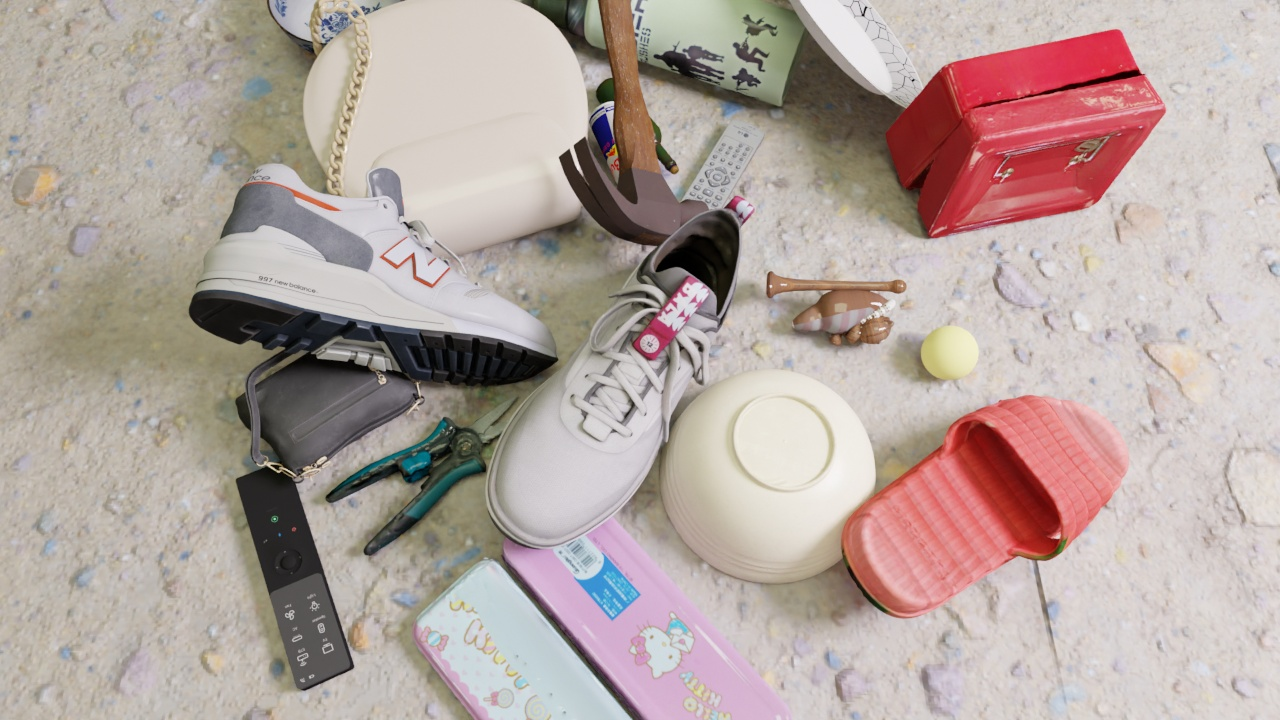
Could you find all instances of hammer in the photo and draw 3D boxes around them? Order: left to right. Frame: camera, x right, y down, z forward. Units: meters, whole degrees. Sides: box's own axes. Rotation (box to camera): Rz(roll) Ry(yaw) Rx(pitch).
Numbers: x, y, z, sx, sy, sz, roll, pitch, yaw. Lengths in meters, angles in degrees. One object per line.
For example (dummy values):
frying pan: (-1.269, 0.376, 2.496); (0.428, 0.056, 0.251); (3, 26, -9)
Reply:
hammer: (-0.017, -0.243, 0.703); (0.115, 0.033, 0.322); (3, 72, -39)

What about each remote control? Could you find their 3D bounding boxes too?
remote control: (-0.227, 0.137, 0.598); (0.034, 0.013, 0.150); (-22, 67, -13)
remote control: (0.060, -0.143, 0.745); (0.033, 0.013, 0.136); (27, 66, 10)

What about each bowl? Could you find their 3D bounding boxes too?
bowl: (-0.256, -0.299, 0.789); (0.114, 0.045, 0.114); (1, 64, -2)
bowl: (0.090, 0.066, 0.612); (0.151, 0.075, 0.150); (1, 64, -3)

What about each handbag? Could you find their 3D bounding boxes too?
handbag: (-0.211, 0.027, 0.630); (0.128, 0.054, 0.079); (-36, 76, -23)
handbag: (-0.146, -0.187, 0.709); (0.210, 0.103, 0.208); (-18, 70, -9)

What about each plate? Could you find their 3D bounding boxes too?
plate: (0.169, -0.277, 0.761); (0.188, 0.016, 0.188); (29, 41, -29)

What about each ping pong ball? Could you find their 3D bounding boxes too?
ping pong ball: (0.226, -0.006, 0.671); (0.040, 0.040, 0.040); (1, 64, -2)

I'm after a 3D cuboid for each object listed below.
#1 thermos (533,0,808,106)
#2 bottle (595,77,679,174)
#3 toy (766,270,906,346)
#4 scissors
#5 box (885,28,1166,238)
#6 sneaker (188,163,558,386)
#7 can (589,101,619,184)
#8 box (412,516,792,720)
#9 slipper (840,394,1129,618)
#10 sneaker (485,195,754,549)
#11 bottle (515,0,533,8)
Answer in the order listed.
thermos: (0.023, -0.291, 0.777); (0.231, 0.082, 0.082); (21, 65, 8)
bottle: (0.000, -0.192, 0.760); (0.025, 0.025, 0.106); (-30, 69, -16)
toy: (0.144, -0.038, 0.682); (0.102, 0.041, 0.055); (2, 103, 9)
scissors: (-0.147, 0.073, 0.630); (0.148, 0.019, 0.123); (1, 64, -4)
box: (0.290, -0.182, 0.711); (0.157, 0.134, 0.110); (-11, 68, -9)
sneaker: (-0.162, -0.063, 0.607); (0.239, 0.089, 0.124); (11, 65, -36)
can: (-0.010, -0.160, 0.732); (0.032, 0.032, 0.095); (-21, 76, -12)
box: (-0.026, 0.197, 0.571); (0.150, 0.035, 0.214); (-41, 72, -15)
slipper: (0.238, 0.081, 0.596); (0.248, 0.059, 0.103); (-21, 71, -27)
sneaker: (-0.004, 0.004, 0.590); (0.097, 0.129, 0.262); (34, 62, -1)
bottle: (-0.105, -0.319, 0.806); (0.030, 0.030, 0.112); (5, 57, 0)
